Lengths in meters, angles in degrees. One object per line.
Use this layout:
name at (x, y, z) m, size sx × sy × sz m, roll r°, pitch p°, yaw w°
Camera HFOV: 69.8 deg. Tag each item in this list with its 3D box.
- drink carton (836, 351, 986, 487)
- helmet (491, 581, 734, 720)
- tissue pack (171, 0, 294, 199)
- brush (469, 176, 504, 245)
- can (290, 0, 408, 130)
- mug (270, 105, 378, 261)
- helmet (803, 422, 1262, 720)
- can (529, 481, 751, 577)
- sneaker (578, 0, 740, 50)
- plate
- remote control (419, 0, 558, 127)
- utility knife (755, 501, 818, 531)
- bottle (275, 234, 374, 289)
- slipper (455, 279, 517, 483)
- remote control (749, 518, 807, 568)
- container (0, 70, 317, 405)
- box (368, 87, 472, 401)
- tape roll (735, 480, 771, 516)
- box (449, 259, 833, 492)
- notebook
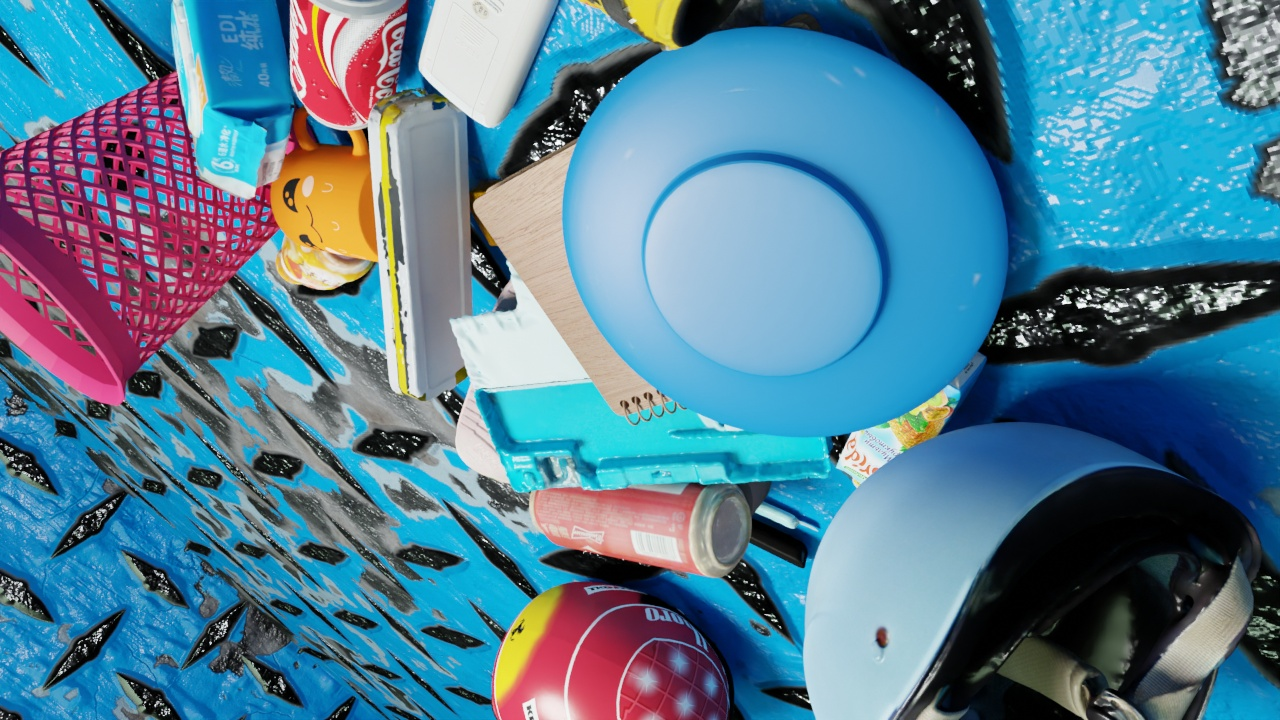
drink carton at (0.153, 0.034, 0.530) m, size 0.044 × 0.038 × 0.129 m, roll 37°, pitch 147°, yaw 18°
helmet at (-0.017, 0.339, 0.916) m, size 0.271 × 0.197 × 0.225 m, roll 43°, pitch 148°, yaw -22°
tissue pack at (-0.269, -0.190, 0.601) m, size 0.093 × 0.061 × 0.144 m, roll -38°, pitch 63°, yaw 57°
brush at (-0.061, -0.097, 0.594) m, size 0.127 × 0.017 × 0.048 m, roll 5°, pitch 134°, yaw 40°
can at (-0.175, -0.191, 0.546) m, size 0.064 × 0.064 × 0.105 m, roll 37°, pitch 147°, yaw 1°
mug at (-0.204, -0.127, 0.643) m, size 0.096 × 0.077 × 0.113 m, roll 13°, pitch 129°, yaw 33°
helmet at (0.192, 0.150, 0.491) m, size 0.167 × 0.225 × 0.266 m, roll -130°, pitch 29°, yaw -63°
can at (-0.003, 0.112, 0.669) m, size 0.170 × 0.067 × 0.067 m, roll 1°, pitch 132°, yaw 40°
sneaker at (0.016, -0.214, 0.320) m, size 0.122 × 0.085 × 0.239 m, roll 39°, pitch 151°, yaw 10°
plate at (0.061, -0.046, 0.454) m, size 0.224 × 0.024 × 0.225 m, roll 12°, pitch 126°, yaw 16°
remote control at (-0.082, -0.188, 0.499) m, size 0.060 × 0.025 × 0.139 m, roll 39°, pitch 144°, yaw -2°
utility knife at (0.080, 0.110, 0.712) m, size 0.120 × 0.015 × 0.022 m, roll 22°, pitch 163°, yaw 22°
bottle at (-0.263, -0.089, 0.754) m, size 0.109 × 0.063 × 0.063 m, roll -9°, pitch 124°, yaw 48°
slipper at (-0.070, -0.002, 0.664) m, size 0.094 × 0.064 × 0.240 m, roll 26°, pitch 131°, yaw -8°
remote control at (0.065, 0.124, 0.736) m, size 0.152 × 0.020 × 0.041 m, roll 25°, pitch 168°, yaw 19°
container at (-0.357, -0.112, 0.666) m, size 0.183 × 0.225 × 0.183 m, roll 25°, pitch 144°, yaw 19°
box at (-0.149, -0.073, 0.614) m, size 0.045 × 0.065 × 0.210 m, roll 21°, pitch 124°, yaw 26°
tape roll at (0.048, 0.081, 0.679) m, size 0.094 × 0.030 × 0.094 m, roll 21°, pitch 132°, yaw 26°
box at (-0.004, 0.004, 0.583) m, size 0.227 × 0.039 × 0.182 m, roll -5°, pitch 121°, yaw 19°
notebook at (0.034, -0.057, 0.490) m, size 0.211 × 0.022 × 0.169 m, roll -20°, pitch 113°, yaw 33°
